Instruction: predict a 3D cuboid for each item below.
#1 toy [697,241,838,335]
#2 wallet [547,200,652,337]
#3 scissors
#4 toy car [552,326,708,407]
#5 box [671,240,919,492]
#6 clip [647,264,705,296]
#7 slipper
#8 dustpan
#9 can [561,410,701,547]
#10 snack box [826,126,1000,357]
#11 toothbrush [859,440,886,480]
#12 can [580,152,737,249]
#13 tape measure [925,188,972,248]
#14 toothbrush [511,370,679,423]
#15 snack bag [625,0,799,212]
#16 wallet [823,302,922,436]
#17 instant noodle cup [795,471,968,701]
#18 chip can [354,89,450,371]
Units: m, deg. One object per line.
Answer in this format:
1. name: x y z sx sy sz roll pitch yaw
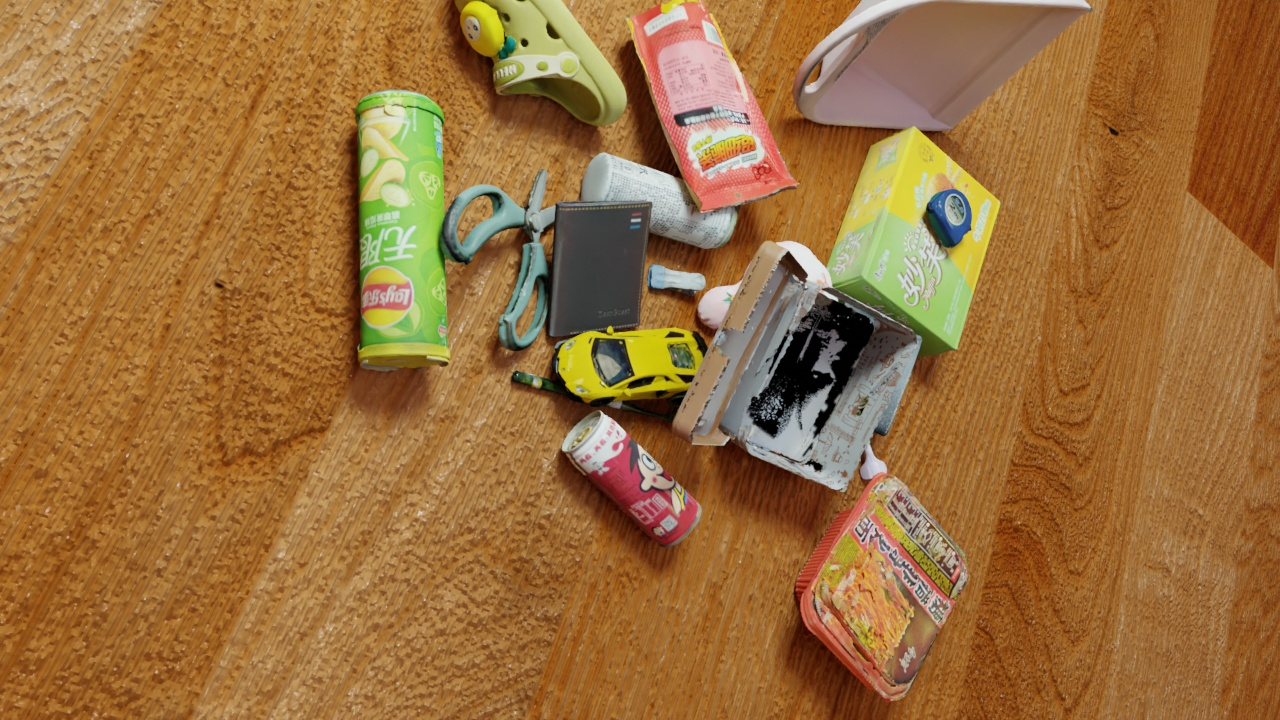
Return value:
1. toy: 0.135 -0.052 0.935 0.159 0.054 0.121 -28 100 -23
2. wallet: -0.037 -0.084 0.829 0.096 0.020 0.122 -7 114 -30
3. scissors: -0.115 -0.102 0.779 0.179 0.019 0.172 33 63 -54
4. toy car: -0.005 0.005 0.839 0.155 0.041 0.071 -3 66 -30
5. box: 0.130 0.006 0.845 0.273 0.124 0.179 21 96 -47
6. clip: 0.035 -0.078 0.898 0.057 0.030 0.024 12 75 -22
7. slipper: -0.095 -0.270 0.813 0.190 0.092 0.081 42 67 -22
8. dustpan: 0.300 -0.309 0.980 0.273 0.223 0.138 19 60 -13
9. can: -0.008 0.107 0.824 0.133 0.053 0.053 46 63 -17
10. snack box: 0.308 -0.131 1.034 0.157 0.070 0.209 32 68 -23
11. toothbrush: 0.226 0.036 0.992 0.029 0.021 0.189 -17 90 1
12. can: 0.018 -0.150 0.876 0.146 0.058 0.058 12 77 -28
13. tape measure: 0.335 -0.158 0.997 0.054 0.025 0.058 -43 109 -30
14. toothbrush: -0.031 0.034 0.844 0.185 0.017 0.012 16 36 -27
15. snack bag: 0.065 -0.246 0.888 0.128 0.073 0.207 -16 80 -32
16. wallet: 0.239 0.008 0.977 0.097 0.019 0.120 25 79 -7
17. instant noodle cup: 0.236 0.229 0.933 0.164 0.079 0.188 48 62 -15
18. chip can: -0.192 -0.105 0.739 0.072 0.073 0.221 1 82 -30
